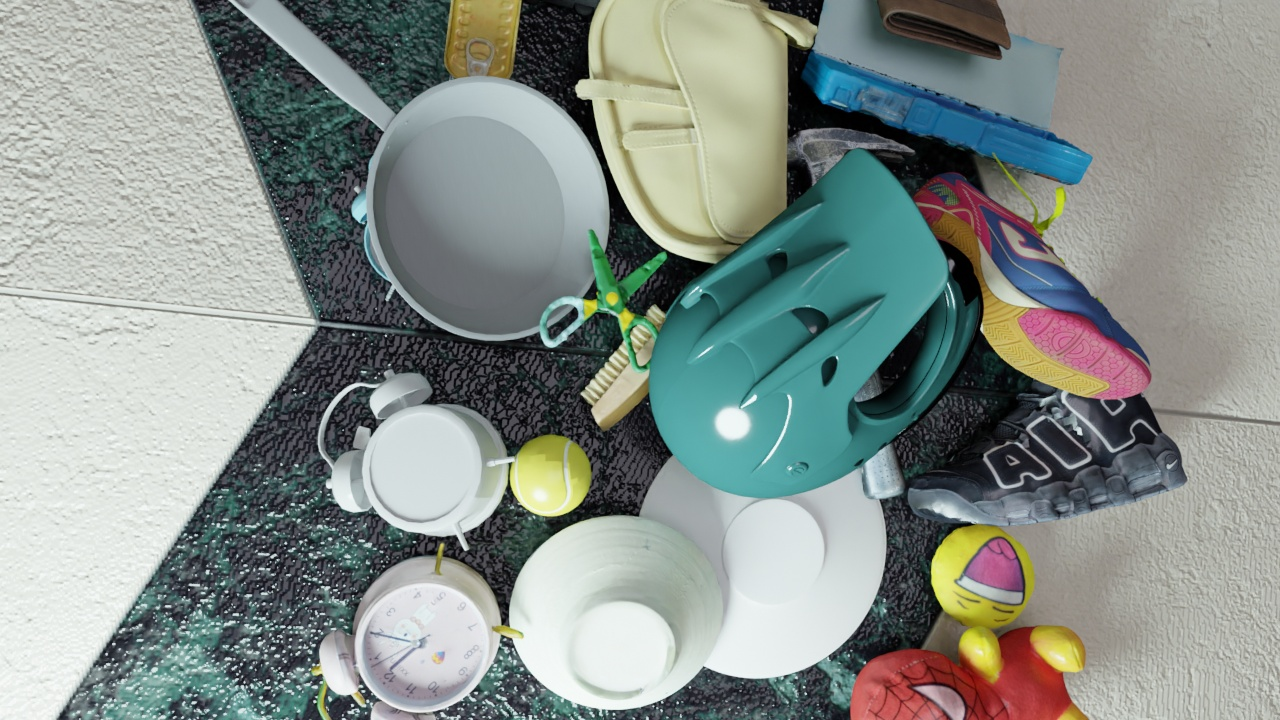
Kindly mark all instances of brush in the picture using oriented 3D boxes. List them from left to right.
[{"bbox_3d":[-0.005,0.004,0.764,0.039,0.049,0.117,36,82,11],"label":"brush"}]

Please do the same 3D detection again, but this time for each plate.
[{"bbox_3d":[0.110,0.162,0.790,0.229,0.030,0.229,0,89,-10],"label":"plate"}]

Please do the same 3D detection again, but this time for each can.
[{"bbox_3d":[-0.127,-0.262,0.740,0.054,0.059,0.099,8,87,-10],"label":"can"}]

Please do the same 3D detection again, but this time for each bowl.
[{"bbox_3d":[-0.017,0.216,0.728,0.176,0.057,0.177,-1,105,-4],"label":"bowl"}]

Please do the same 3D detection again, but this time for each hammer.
[{"bbox_3d":[0.193,-0.043,0.805,0.140,0.036,0.326,-11,90,-9],"label":"hammer"}]

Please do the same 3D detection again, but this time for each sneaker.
[{"bbox_3d":[0.329,-0.069,0.762,0.242,0.116,0.090,41,59,3],"label":"sneaker"},{"bbox_3d":[0.349,0.060,0.807,0.252,0.097,0.150,-9,85,-11],"label":"sneaker"}]

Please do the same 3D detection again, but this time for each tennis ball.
[{"bbox_3d":[-0.072,0.093,0.740,0.065,0.065,0.065,0,89,-10],"label":"tennis ball"}]

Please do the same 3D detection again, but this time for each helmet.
[{"bbox_3d":[0.120,-0.013,0.668,0.200,0.276,0.176,7,47,-47],"label":"helmet"}]

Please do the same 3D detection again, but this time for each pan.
[{"bbox_3d":[-0.169,-0.160,0.678,0.356,0.051,0.200,39,73,-29],"label":"pan"}]

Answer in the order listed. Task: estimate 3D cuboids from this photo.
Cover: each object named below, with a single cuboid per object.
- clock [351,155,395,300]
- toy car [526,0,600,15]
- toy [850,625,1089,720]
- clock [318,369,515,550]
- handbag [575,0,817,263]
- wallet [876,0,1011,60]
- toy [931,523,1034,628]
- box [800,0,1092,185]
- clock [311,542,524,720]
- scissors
[{"bbox_3d":[-0.185,-0.114,0.736,0.087,0.042,0.123,-9,92,-10],"label":"clock"},{"bbox_3d":[-0.065,-0.320,0.763,0.091,0.042,0.036,9,62,-9],"label":"toy car"},{"bbox_3d":[0.278,0.300,0.784,0.216,0.099,0.147,-9,84,-11],"label":"toy"},{"bbox_3d":[-0.178,0.075,0.722,0.159,0.061,0.120,27,87,12],"label":"clock"},{"bbox_3d":[0.048,-0.191,0.739,0.191,0.088,0.233,-1,92,5],"label":"handbag"},{"bbox_3d":[0.262,-0.313,0.806,0.121,0.027,0.098,10,52,-11],"label":"wallet"},{"bbox_3d":[0.305,0.193,0.819,0.095,0.041,0.094,19,82,-7],"label":"toy"},{"bbox_3d":[0.266,-0.240,0.818,0.243,0.070,0.170,15,54,-10],"label":"box"},{"bbox_3d":[-0.182,0.230,0.722,0.158,0.059,0.117,-43,96,-8],"label":"clock"},{"bbox_3d":[-0.029,-0.046,0.736,0.130,0.011,0.125,-17,81,-12],"label":"scissors"}]
